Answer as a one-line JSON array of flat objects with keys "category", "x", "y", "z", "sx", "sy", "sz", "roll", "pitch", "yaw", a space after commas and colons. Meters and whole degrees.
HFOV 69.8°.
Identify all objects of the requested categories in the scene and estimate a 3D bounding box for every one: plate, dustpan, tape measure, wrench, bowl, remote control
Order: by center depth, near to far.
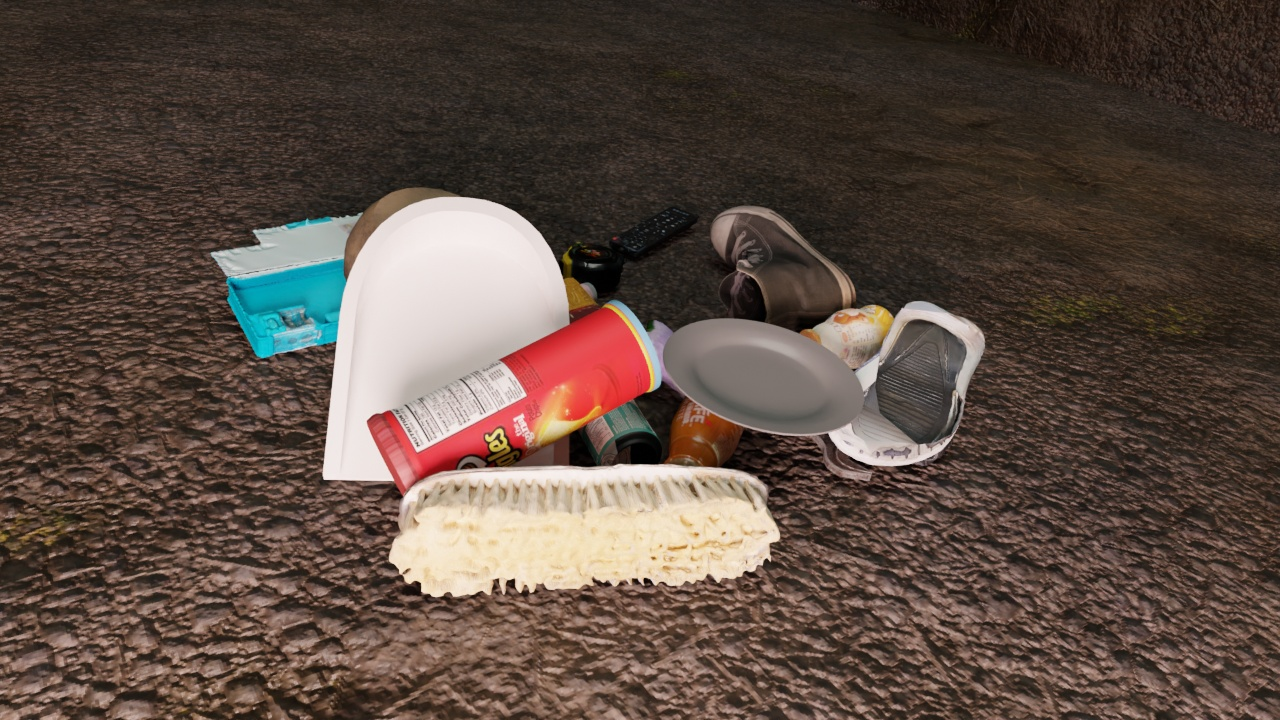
[{"category": "dustpan", "x": -0.157, "y": -0.025, "z": 0.781, "sx": 0.191, "sy": 0.053, "sz": 0.257, "roll": 2, "pitch": 57, "yaw": -9}, {"category": "plate", "x": 0.106, "y": 0.014, "z": 0.803, "sx": 0.178, "sy": 0.012, "sz": 0.178, "roll": 8, "pitch": 32, "yaw": -5}, {"category": "wrench", "x": 0.133, "y": 0.033, "z": 0.895, "sx": 0.070, "sy": 0.010, "sz": 0.273, "roll": -14, "pitch": 37, "yaw": -32}, {"category": "bowl", "x": -0.212, "y": -0.110, "z": 0.921, "sx": 0.162, "sy": 0.070, "sz": 0.162, "roll": 12, "pitch": 42, "yaw": -11}, {"category": "tape measure", "x": -0.056, "y": -0.106, "z": 1.052, "sx": 0.071, "sy": 0.042, "sz": 0.072, "roll": 18, "pitch": 28, "yaw": 14}, {"category": "remote control", "x": 0.019, "y": -0.163, "z": 1.185, "sx": 0.047, "sy": 0.022, "sz": 0.149, "roll": 25, "pitch": 37, "yaw": 25}]

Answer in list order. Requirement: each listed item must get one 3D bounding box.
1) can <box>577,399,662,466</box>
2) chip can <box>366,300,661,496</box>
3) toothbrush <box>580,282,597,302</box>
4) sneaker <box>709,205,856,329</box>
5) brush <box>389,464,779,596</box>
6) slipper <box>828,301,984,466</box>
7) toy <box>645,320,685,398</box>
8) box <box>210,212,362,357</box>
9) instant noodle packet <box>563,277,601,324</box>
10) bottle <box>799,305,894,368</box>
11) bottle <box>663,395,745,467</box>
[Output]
[{"category": "can", "x": -0.024, "y": 0.056, "z": 0.777, "sx": 0.054, "sy": 0.055, "sz": 0.101, "roll": -6, "pitch": 34, "yaw": -22}, {"category": "chip can", "x": -0.095, "y": 0.035, "z": 0.710, "sx": 0.213, "sy": 0.087, "sz": 0.087, "roll": -28, "pitch": 43, "yaw": -19}, {"category": "toothbrush", "x": -0.131, "y": -0.039, "z": 0.939, "sx": 0.026, "sy": 0.027, "sz": 0.222, "roll": 34, "pitch": 40, "yaw": 31}, {"category": "sneaker", "x": 0.124, "y": -0.103, "z": 1.046, "sx": 0.119, "sy": 0.095, "sz": 0.234, "roll": -11, "pitch": 43, "yaw": -28}, {"category": "brush", "x": -0.035, "y": 0.117, "z": 0.648, "sx": 0.271, "sy": 0.083, "sz": 0.056, "roll": 1, "pitch": 32, "yaw": -12}, {"category": "slipper", "x": 0.253, "y": 0.031, "z": 0.869, "sx": 0.111, "sy": 0.063, "sz": 0.262, "roll": 27, "pitch": 43, "yaw": 15}, {"category": "toy", "x": 0.038, "y": 0.002, "z": 0.881, "sx": 0.099, "sy": 0.037, "sz": 0.080, "roll": 38, "pitch": 40, "yaw": 0}, {"category": "box", "x": -0.309, "y": -0.096, "z": 0.944, "sx": 0.226, "sy": 0.039, "sz": 0.181, "roll": -17, "pitch": 52, "yaw": -34}, {"category": "instant noodle packet", "x": -0.086, "y": -0.034, "z": 0.911, "sx": 0.135, "sy": 0.040, "sz": 0.098, "roll": -19, "pitch": 60, "yaw": -39}, {"category": "bottle", "x": 0.215, "y": -0.022, "z": 0.953, "sx": 0.109, "sy": 0.063, "sz": 0.063, "roll": -12, "pitch": 36, "yaw": -29}, {"category": "bottle", "x": 0.051, "y": 0.068, "z": 0.771, "sx": 0.059, "sy": 0.059, "sz": 0.166, "roll": 15, "pitch": 32, "yaw": 12}]
